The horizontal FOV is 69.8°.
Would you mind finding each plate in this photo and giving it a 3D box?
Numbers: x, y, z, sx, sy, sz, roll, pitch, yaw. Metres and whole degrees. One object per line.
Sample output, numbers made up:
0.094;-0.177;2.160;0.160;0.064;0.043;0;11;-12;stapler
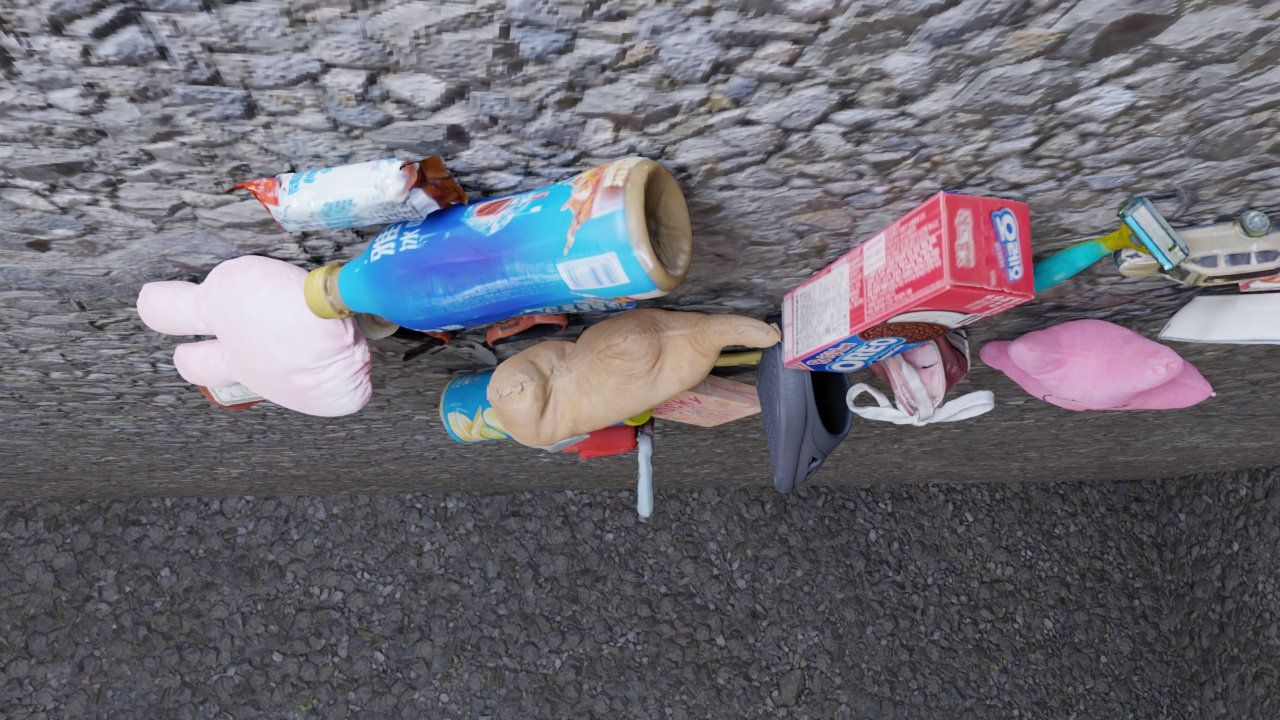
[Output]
0.498;-0.032;0.613;0.266;0.034;0.161;0;-176;40;plate

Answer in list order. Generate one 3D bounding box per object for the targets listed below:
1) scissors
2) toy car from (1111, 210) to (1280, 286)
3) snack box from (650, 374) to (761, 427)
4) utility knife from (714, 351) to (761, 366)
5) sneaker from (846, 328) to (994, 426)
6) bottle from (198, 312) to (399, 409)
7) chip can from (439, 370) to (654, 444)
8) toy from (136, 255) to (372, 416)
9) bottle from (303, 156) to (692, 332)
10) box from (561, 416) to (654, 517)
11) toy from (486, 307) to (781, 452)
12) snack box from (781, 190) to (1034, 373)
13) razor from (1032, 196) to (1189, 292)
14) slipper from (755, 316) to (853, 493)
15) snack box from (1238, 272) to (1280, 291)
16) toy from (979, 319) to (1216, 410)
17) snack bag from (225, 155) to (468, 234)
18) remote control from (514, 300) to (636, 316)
-0.136;-0.019;0.733;0.189;0.015;0.225;-5;169;14;scissors
0.329;-0.063;0.541;0.090;0.035;0.042;-3;167;20;toy car
0.043;0.036;0.915;0.157;0.026;0.085;13;156;-40;snack box
0.107;-0.004;0.856;0.179;0.019;0.031;0;163;12;utility knife
0.223;0.011;0.748;0.118;0.087;0.241;-7;166;21;sneaker
-0.245;-0.011;0.656;0.207;0.059;0.059;-16;162;37;bottle
-0.090;0.035;0.859;0.211;0.071;0.071;-9;166;34;chip can
-0.240;-0.014;0.577;0.160;0.054;0.121;5;133;19;toy
-0.083;-0.050;0.468;0.219;0.065;0.065;-8;167;28;bottle
-0.031;0.097;0.967;0.095;0.100;0.201;-3;-174;1;box
-0.004;0.004;0.698;0.226;0.082;0.143;-20;174;11;toy
0.153;-0.040;0.570;0.057;0.058;0.208;4;167;-15;snack box
0.269;-0.061;0.554;0.028;0.043;0.133;-42;179;-14;razor
0.149;0.043;0.803;0.083;0.110;0.268;-8;157;4;slipper
0.463;-0.067;0.561;0.153;0.025;0.075;-2;169;3;snack box
0.382;0.007;0.752;0.178;0.074;0.194;10;180;9;toy
-0.135;-0.076;0.426;0.105;0.026;0.045;-5;159;9;snack bag
-0.066;-0.044;0.594;0.125;0.024;0.049;-4;168;6;remote control
